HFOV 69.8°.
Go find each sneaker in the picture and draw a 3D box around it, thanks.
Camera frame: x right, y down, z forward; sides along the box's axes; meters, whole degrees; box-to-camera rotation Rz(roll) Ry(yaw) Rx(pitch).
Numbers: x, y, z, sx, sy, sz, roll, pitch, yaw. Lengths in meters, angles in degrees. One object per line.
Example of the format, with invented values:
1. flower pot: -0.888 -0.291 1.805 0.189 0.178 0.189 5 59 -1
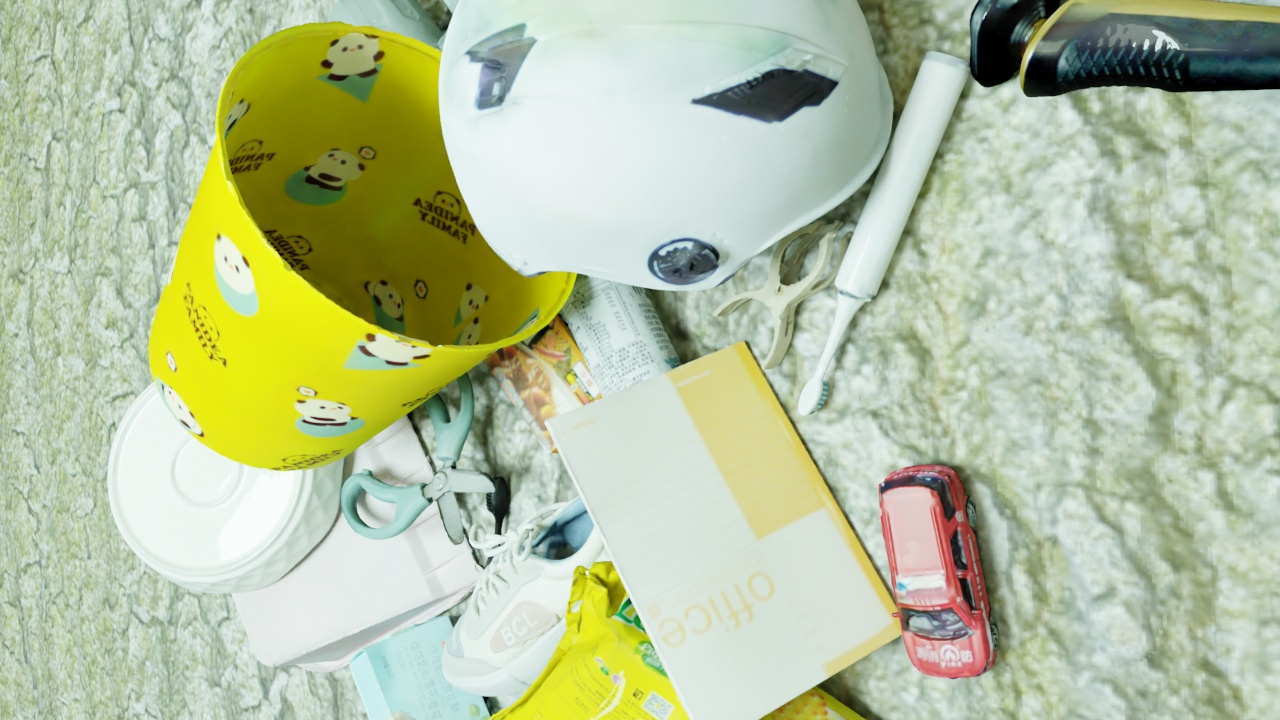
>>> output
1. sneaker: -0.079 0.155 0.641 0.090 0.089 0.243 38 119 -23

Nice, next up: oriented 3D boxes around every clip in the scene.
1. clip: 0.093 -0.042 0.564 0.066 0.034 0.099 47 121 23

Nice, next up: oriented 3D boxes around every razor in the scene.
1. razor: 0.249 -0.158 0.447 0.168 0.062 0.067 13 68 28

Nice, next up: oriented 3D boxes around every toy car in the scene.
1. toy car: 0.164 0.120 0.517 0.053 0.045 0.120 -14 86 35

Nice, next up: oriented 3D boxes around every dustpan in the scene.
1. dustpan: -0.275 0.158 0.835 0.273 0.139 0.222 -27 75 3

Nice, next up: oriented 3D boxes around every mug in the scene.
1. mug: -0.174 -0.244 0.706 0.124 0.083 0.103 -47 65 25

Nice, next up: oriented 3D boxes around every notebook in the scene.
1. notebook: 0.050 0.099 0.549 0.206 0.145 0.010 62 160 16

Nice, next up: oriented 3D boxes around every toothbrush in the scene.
1. toothbrush: 0.136 -0.067 0.537 0.027 0.026 0.221 32 110 40
2. toothbrush: -0.121 0.184 0.731 0.018 0.014 0.189 14 102 49

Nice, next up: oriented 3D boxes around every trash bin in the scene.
1. trash bin: -0.206 -0.053 0.628 0.256 0.229 0.229 -36 72 41

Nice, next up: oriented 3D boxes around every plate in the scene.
1. plate: -0.350 0.090 0.761 0.205 0.045 0.204 -1 83 7

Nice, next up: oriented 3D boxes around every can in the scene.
1. can: -0.004 0.004 0.616 0.058 0.058 0.146 -35 73 30

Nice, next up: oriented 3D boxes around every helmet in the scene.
1. helmet: 0.003 -0.168 0.502 0.259 0.146 0.228 0 64 17

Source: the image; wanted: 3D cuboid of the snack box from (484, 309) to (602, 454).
1. snack box: -0.081 -0.012 0.685 0.075 0.026 0.153 -48 66 27

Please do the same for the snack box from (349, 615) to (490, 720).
1. snack box: -0.158 0.296 0.717 0.052 0.074 0.174 -45 67 48

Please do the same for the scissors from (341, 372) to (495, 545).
1. scissors: -0.182 0.086 0.725 0.182 0.019 0.170 -35 54 19

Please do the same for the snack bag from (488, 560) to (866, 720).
1. snack bag: 0.033 0.245 0.563 0.246 0.068 0.158 33 111 11
